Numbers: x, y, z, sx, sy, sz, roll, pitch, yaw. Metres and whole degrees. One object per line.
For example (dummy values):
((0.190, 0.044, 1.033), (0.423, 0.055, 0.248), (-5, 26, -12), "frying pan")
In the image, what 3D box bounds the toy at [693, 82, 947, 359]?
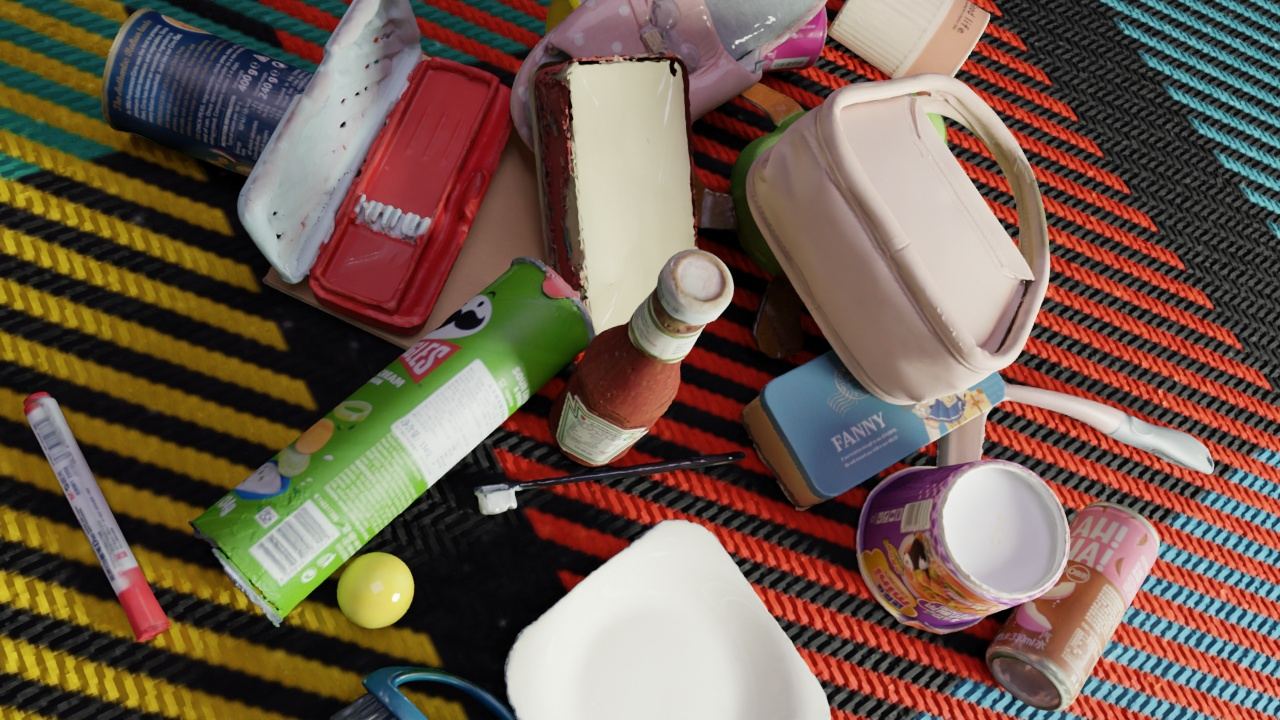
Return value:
((0.138, -0.124, 0.670), (0.246, 0.090, 0.227), (-39, 87, -25), "toy")

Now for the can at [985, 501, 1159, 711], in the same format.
((0.293, 0.163, 0.619), (0.058, 0.058, 0.147), (46, 62, 4), "can")

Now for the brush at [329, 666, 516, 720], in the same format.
((-0.089, 0.212, 0.470), (0.144, 0.055, 0.073), (46, 62, 4), "brush")

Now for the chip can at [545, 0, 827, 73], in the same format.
((0.037, -0.249, 0.699), (0.210, 0.072, 0.071), (-14, 73, -24), "chip can")

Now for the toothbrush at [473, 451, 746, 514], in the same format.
((-0.014, 0.074, 0.577), (0.180, 0.016, 0.018), (-7, 77, -20), "toothbrush")

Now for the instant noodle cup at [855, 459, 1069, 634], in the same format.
((0.206, 0.112, 0.578), (0.111, 0.099, 0.111), (3, 72, -9), "instant noodle cup")

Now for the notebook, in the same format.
((-0.128, -0.103, 0.615), (0.149, 0.012, 0.211), (26, 62, -6), "notebook")

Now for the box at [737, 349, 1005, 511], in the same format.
((0.152, 0.031, 0.622), (0.184, 0.061, 0.089), (-27, 79, -24), "box")

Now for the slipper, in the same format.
((0.034, -0.222, 0.630), (0.274, 0.054, 0.114), (-35, 123, -12), "slipper")

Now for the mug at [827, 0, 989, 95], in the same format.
((0.227, -0.289, 0.782), (0.106, 0.082, 0.114), (32, 35, -2), "mug")

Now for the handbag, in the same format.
((0.197, -0.100, 0.604), (0.233, 0.094, 0.193), (-36, 93, -34), "handbag")

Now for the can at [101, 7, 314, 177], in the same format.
((-0.253, -0.156, 0.559), (0.111, 0.075, 0.075), (19, 63, -11), "can")

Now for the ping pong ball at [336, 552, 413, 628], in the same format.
((-0.143, 0.124, 0.497), (0.040, 0.040, 0.040), (7, 66, -16), "ping pong ball")

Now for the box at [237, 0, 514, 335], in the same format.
((-0.151, -0.130, 0.559), (0.119, 0.098, 0.201), (20, 63, -6), "box")

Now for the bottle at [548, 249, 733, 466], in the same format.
((-0.003, 0.003, 0.502), (0.059, 0.207, 0.059), (7, 65, -15), "bottle")

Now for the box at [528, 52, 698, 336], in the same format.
((-0.013, -0.101, 0.571), (0.091, 0.076, 0.168), (-12, 108, -23), "box")

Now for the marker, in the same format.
((-0.287, 0.080, 0.481), (0.017, 0.017, 0.145), (-28, 79, -27), "marker")

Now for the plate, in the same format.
((0.015, 0.190, 0.518), (0.163, 0.034, 0.163), (-31, 83, -35), "plate")

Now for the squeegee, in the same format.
((0.345, 0.045, 0.698), (0.249, 0.040, 0.247), (17, 64, -12), "squeegee")

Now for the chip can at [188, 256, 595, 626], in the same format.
((-0.130, 0.037, 0.512), (0.072, 0.072, 0.235), (45, 66, 4), "chip can")
